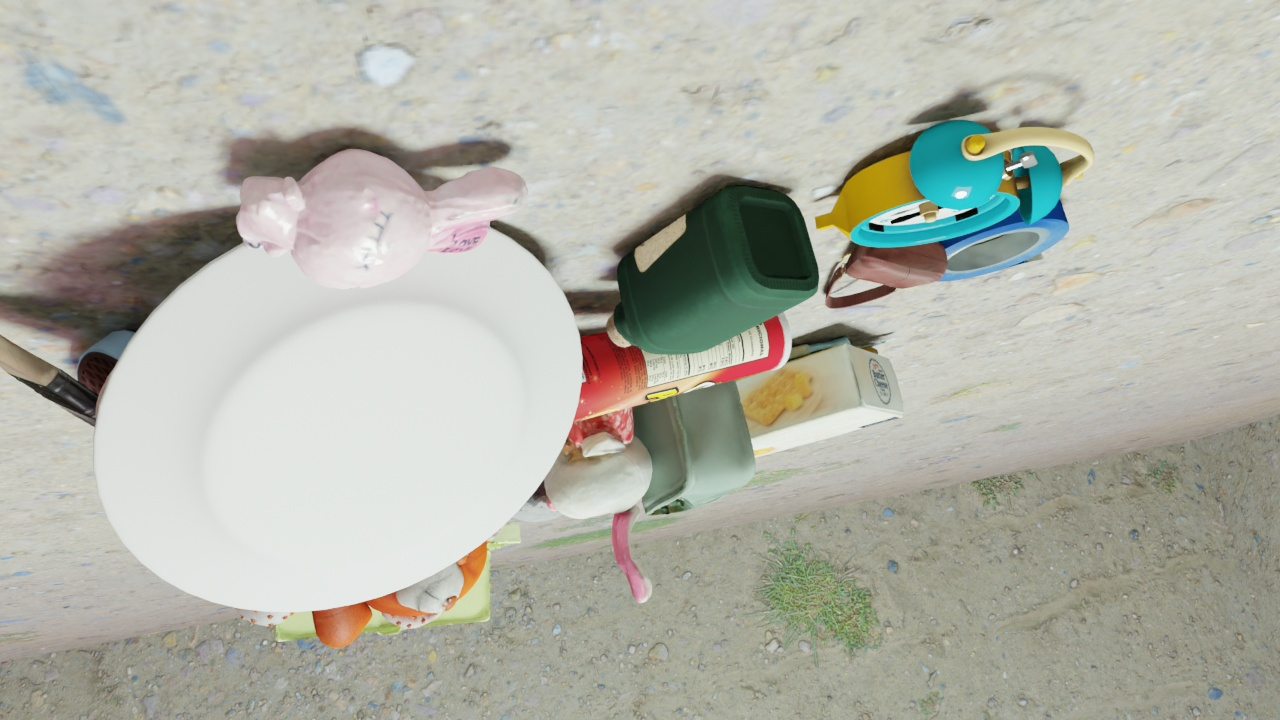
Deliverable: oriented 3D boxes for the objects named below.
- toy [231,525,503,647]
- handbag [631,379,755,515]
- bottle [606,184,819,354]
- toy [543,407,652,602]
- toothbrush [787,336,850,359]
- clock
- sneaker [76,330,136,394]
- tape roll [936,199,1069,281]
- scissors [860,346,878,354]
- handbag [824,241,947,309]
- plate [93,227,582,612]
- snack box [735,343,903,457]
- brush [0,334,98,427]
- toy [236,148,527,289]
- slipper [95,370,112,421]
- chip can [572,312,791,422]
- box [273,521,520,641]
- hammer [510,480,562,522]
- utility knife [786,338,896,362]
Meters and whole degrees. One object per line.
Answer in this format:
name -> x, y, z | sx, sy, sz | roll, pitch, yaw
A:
toy -> -0.185, 0.137, 0.662 | 0.172, 0.093, 0.164 | 31, 99, -41
handbag -> 0.031, 0.048, 0.708 | 0.067, 0.121, 0.106 | -5, 161, -28
bottle -> 0.027, -0.039, 0.500 | 0.061, 0.061, 0.132 | -1, 162, -40
toy -> -0.036, 0.069, 0.669 | 0.084, 0.159, 0.194 | -22, 126, -18
toothbrush -> 0.103, 0.002, 0.786 | 0.155, 0.016, 0.022 | -12, -158, 3
clock -> 0.157, -0.086, 0.464 | 0.099, 0.043, 0.130 | 1, 167, -39
sneaker -> -0.267, 0.031, 0.573 | 0.098, 0.083, 0.242 | -53, 173, -31
tape roll -> 0.223, -0.077, 0.587 | 0.091, 0.016, 0.093 | -13, 164, 7
scissors -> 0.132, 0.030, 0.907 | 0.226, 0.016, 0.229 | -17, 163, 23
handbag -> 0.149, -0.053, 0.604 | 0.055, 0.029, 0.120 | 12, 167, -8
plate -> -0.134, 0.039, 0.461 | 0.242, 0.016, 0.243 | -19, 131, -24
snack box -> 0.115, 0.047, 0.817 | 0.208, 0.057, 0.104 | -20, 162, 31
brush -> -0.284, 0.006, 0.431 | 0.039, 0.012, 0.151 | 13, 153, 27
toy -> -0.103, -0.057, 0.374 | 0.109, 0.047, 0.064 | -12, 165, -29
slipper -> -0.171, 0.018, 0.520 | 0.114, 0.054, 0.274 | -55, 153, 15
chip can -> -0.003, 0.003, 0.582 | 0.214, 0.051, 0.052 | -13, 168, -29
box -> -0.205, 0.170, 0.771 | 0.187, 0.066, 0.128 | 3, 119, -32
hammer -> -0.142, 0.049, 0.689 | 0.052, 0.098, 0.328 | -10, 158, 19
utility knife -> 0.146, -0.002, 0.809 | 0.162, 0.015, 0.022 | -15, 165, 5
